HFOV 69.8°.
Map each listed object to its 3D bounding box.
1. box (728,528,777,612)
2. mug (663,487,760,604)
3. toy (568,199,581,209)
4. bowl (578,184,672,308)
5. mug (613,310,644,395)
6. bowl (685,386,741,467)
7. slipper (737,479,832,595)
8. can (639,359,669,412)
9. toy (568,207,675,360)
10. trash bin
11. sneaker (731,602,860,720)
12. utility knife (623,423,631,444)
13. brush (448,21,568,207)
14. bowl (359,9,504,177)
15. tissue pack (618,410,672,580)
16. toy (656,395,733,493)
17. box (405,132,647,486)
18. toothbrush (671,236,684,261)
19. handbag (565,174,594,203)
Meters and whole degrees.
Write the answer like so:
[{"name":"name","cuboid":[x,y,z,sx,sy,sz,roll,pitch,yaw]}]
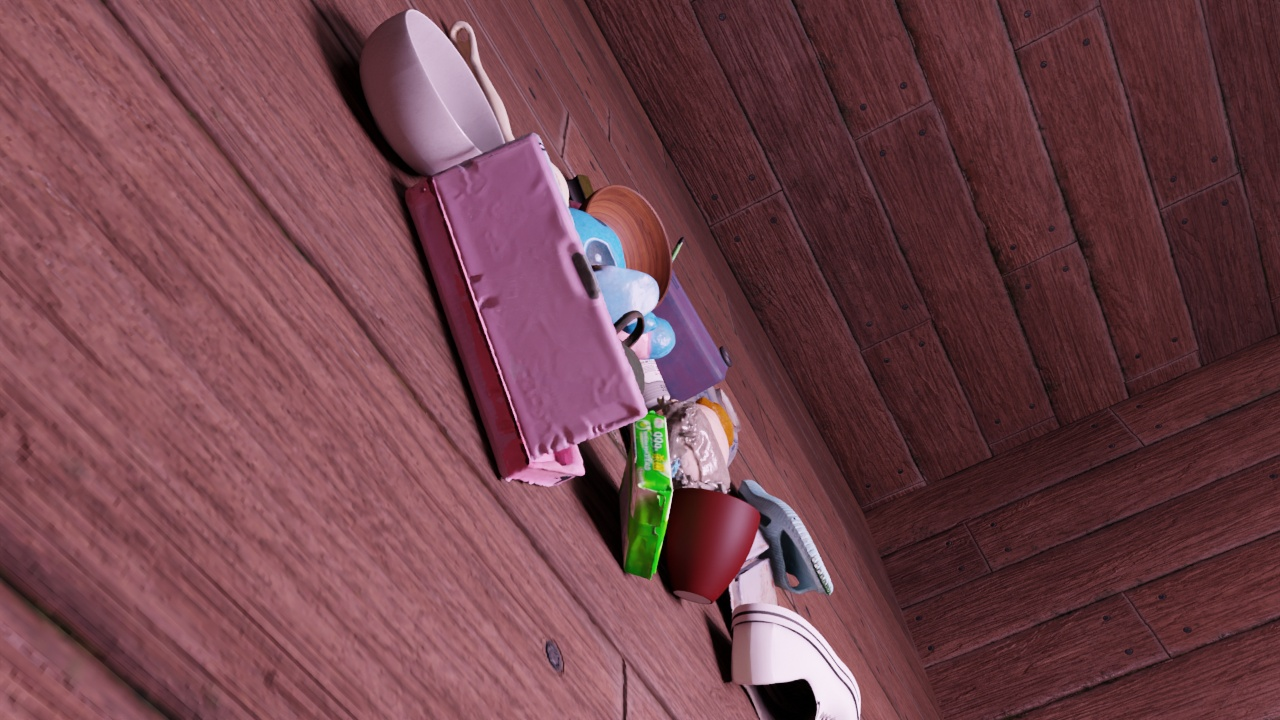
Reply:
[{"name":"box","cuboid":[0.115,0.237,1.056,0.216,0.063,0.157,23,53,-72]},{"name":"mug","cuboid":[0.055,0.179,0.853,0.114,0.087,0.088,121,-12,-65]},{"name":"toy","cuboid":[-0.057,-0.147,1.113,0.102,0.050,0.065,22,57,-29]},{"name":"bowl","cuboid":[-0.036,-0.120,1.047,0.147,0.069,0.147,16,69,-46]},{"name":"mug","cuboid":[-0.035,0.004,0.733,0.085,0.111,0.081,47,5,18]},{"name":"bowl","cuboid":[0.101,0.080,1.276,0.151,0.057,0.150,59,13,-23]},{"name":"slipper","cuboid":[0.171,0.233,1.217,0.276,0.069,0.116,-140,-153,-75]},{"name":"can","cuboid":[-0.006,0.006,1.010,0.106,0.044,0.044,67,13,15]},{"name":"toy","cuboid":[-0.059,-0.076,0.851,0.224,0.099,0.191,38,-7,36]},{"name":"trash bin","cuboid":[0.037,-0.034,1.167,0.161,0.094,0.092,60,12,-6]},{"name":"sneaker","cuboid":[0.157,0.343,0.918,0.097,0.091,0.245,-77,148,-41]},{"name":"utility knife","cuboid":[-0.013,0.055,0.936,0.029,0.020,0.197,45,21,-53]},{"name":"brush","cuboid":[-0.148,-0.255,0.959,0.272,0.062,0.077,64,7,21]},{"name":"bowl","cuboid":[-0.165,-0.192,0.702,0.132,0.064,0.131,58,13,-23]},{"name":"tissue pack","cuboid":[0.003,0.106,0.755,0.113,0.034,0.100,-93,-170,-57]},{"name":"toy","cuboid":[0.058,0.090,0.992,0.175,0.076,0.133,-31,103,-65]},{"name":"box","cuboid":[-0.071,-0.037,0.655,0.232,0.115,0.099,68,12,19]},{"name":"toothbrush","cuboid":[0.012,-0.079,1.085,0.017,0.014,0.187,43,60,-29]},{"name":"handbag","cuboid":[-0.054,-0.159,1.222,0.084,0.027,0.178,-47,115,-77]}]
